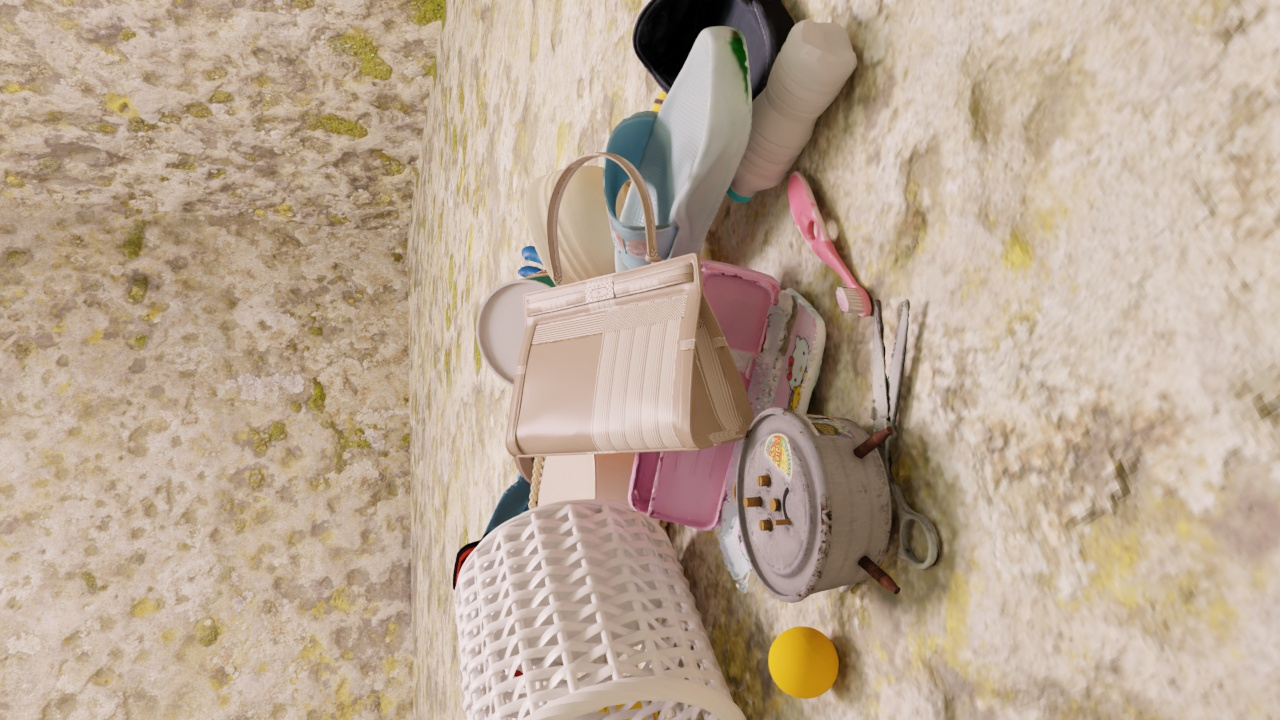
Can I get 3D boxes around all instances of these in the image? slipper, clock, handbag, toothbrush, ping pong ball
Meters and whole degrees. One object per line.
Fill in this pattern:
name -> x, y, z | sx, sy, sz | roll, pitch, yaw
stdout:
slipper -> 0.037, -0.258, 0.697 | 0.265, 0.083, 0.109 | -108, 26, -49
clock -> 0.086, 0.078, 0.514 | 0.148, 0.056, 0.104 | 167, 102, -72
handbag -> -0.051, 0.119, 0.859 | 0.211, 0.103, 0.208 | -157, 69, -70
toothbrush -> 0.110, -0.074, 0.559 | 0.022, 0.016, 0.134 | 111, 153, -42
ping pong ball -> 0.094, 0.175, 0.531 | 0.040, 0.040, 0.040 | -178, 91, -71
slipper -> 0.012, -0.133, 0.637 | 0.246, 0.074, 0.104 | 121, 148, -62
handbag -> -0.024, -0.038, 0.610 | 0.176, 0.062, 0.198 | -8, 90, 44

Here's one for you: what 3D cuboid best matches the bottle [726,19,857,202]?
bottle -> 0.089, -0.152, 0.588 | 0.137, 0.044, 0.044 | 121, 147, -53

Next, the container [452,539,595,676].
container -> -0.129, 0.237, 0.998 | 0.200, 0.148, 0.127 | -126, 35, -48

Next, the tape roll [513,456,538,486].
tape roll -> -0.088, 0.094, 0.981 | 0.030, 0.093, 0.093 | 178, 95, -71

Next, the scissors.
scissors -> 0.126, 0.051, 0.499 | 0.131, 0.014, 0.153 | 125, 140, -56

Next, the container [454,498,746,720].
container -> -0.038, 0.232, 0.677 | 0.186, 0.189, 0.190 | -115, 33, -55

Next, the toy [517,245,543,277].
toy -> -0.113, -0.078, 1.106 | 0.176, 0.071, 0.113 | -108, 23, -57

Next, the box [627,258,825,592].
box -> 0.053, 0.043, 0.616 | 0.101, 0.111, 0.202 | -67, -10, -68

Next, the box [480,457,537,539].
box -> -0.135, 0.158, 1.111 | 0.174, 0.060, 0.232 | -63, 2, -40

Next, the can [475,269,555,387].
can -> -0.075, -0.039, 0.856 | 0.143, 0.099, 0.099 | -39, -39, -66

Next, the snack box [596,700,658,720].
snack box -> -0.027, 0.345, 0.819 | 0.106, 0.061, 0.083 | 128, 140, -59

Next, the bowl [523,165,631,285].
bowl -> -0.026, -0.111, 0.809 | 0.075, 0.150, 0.150 | -26, 54, 23

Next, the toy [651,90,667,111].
toy -> 0.030, -0.185, 0.764 | 0.103, 0.046, 0.084 | -109, 22, -54
